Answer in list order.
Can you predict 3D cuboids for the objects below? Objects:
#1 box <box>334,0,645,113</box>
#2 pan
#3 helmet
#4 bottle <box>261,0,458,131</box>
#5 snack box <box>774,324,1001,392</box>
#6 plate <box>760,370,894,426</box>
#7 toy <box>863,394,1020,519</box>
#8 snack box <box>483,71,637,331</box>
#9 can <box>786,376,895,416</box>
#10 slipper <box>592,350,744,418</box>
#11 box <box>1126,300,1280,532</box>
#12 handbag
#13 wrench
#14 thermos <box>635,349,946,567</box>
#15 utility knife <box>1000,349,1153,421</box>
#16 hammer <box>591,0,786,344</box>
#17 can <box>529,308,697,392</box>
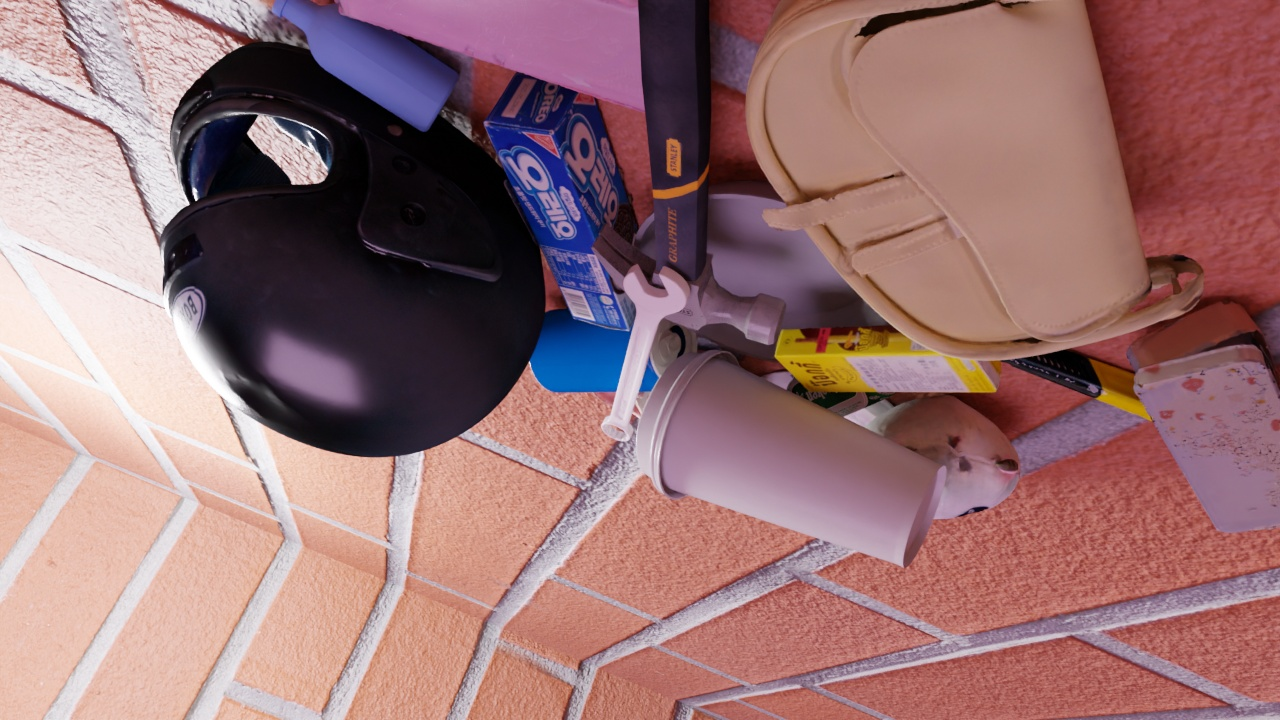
[{"bbox_3d":[-0.078,-0.213,0.547,0.233,0.037,0.098,20,152,3],"label":"box"},{"bbox_3d":[0.154,-0.064,0.634,0.357,0.050,0.201,-2,144,38],"label":"pan"},{"bbox_3d":[-0.228,-0.063,0.686,0.316,0.235,0.250,35,140,-20],"label":"helmet"},{"bbox_3d":[-0.190,-0.210,0.618,0.131,0.048,0.048,31,151,-18],"label":"bottle"},{"bbox_3d":[0.177,-0.001,0.666,0.149,0.025,0.061,-1,151,39],"label":"snack box"},{"bbox_3d":[0.175,0.058,0.876,0.157,0.014,0.157,17,153,9],"label":"plate"},{"bbox_3d":[0.249,0.094,0.806,0.139,0.101,0.180,6,159,6],"label":"toy"},{"bbox_3d":[-0.046,-0.110,0.688,0.059,0.059,0.226,14,152,23],"label":"snack box"},{"bbox_3d":[0.169,0.018,0.763,0.053,0.053,0.101,31,148,-17],"label":"can"},{"bbox_3d":[0.022,0.039,0.875,0.197,0.081,0.093,10,142,27],"label":"slipper"},{"bbox_3d":[0.407,0.047,0.633,0.081,0.062,0.216,-27,129,27],"label":"box"},{"bbox_3d":[0.167,-0.098,0.473,0.191,0.088,0.233,-11,123,35],"label":"handbag"},{"bbox_3d":[-0.004,0.004,0.741,0.047,0.009,0.274,24,150,5],"label":"wrench"},{"bbox_3d":[0.118,0.081,0.729,0.222,0.131,0.131,21,155,28],"label":"thermos"},{"bbox_3d":[0.289,-0.003,0.674,0.213,0.028,0.020,22,147,3],"label":"utility knife"},{"bbox_3d":[0.030,-0.122,0.558,0.139,0.035,0.313,17,150,13],"label":"hammer"},{"bbox_3d":[-0.028,-0.011,0.827,0.146,0.078,0.079,-2,144,38],"label":"can"}]
